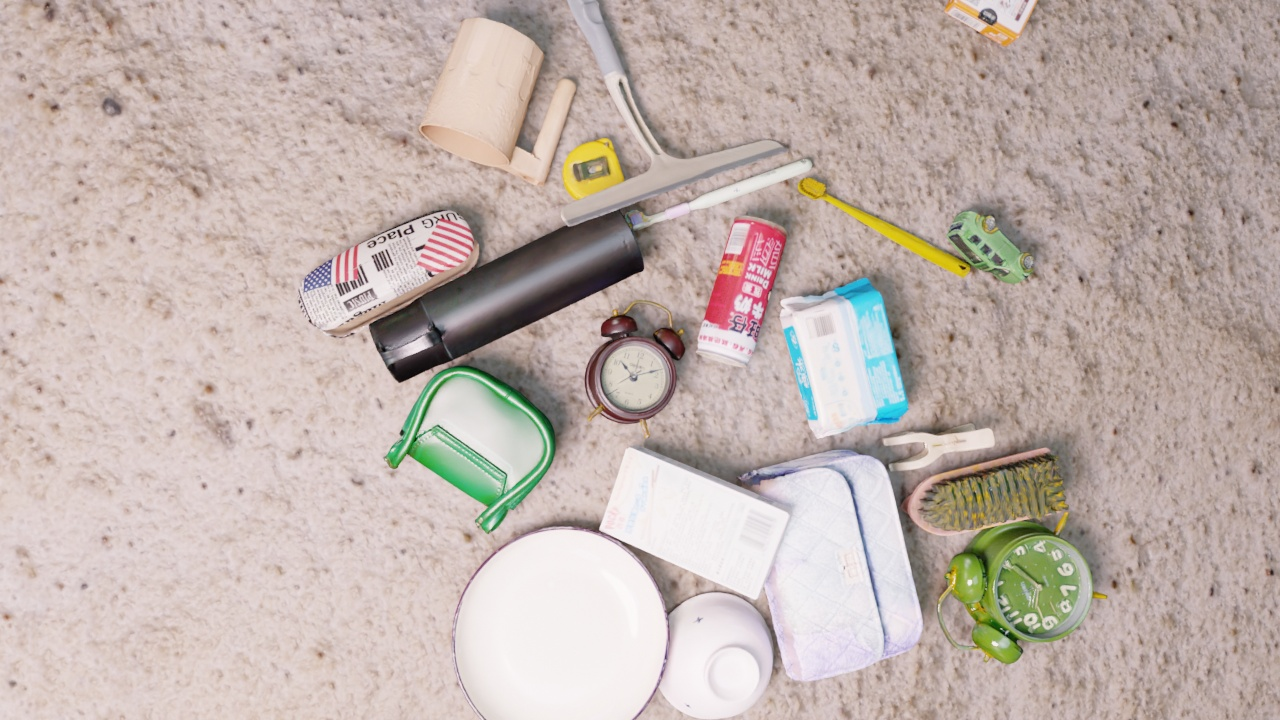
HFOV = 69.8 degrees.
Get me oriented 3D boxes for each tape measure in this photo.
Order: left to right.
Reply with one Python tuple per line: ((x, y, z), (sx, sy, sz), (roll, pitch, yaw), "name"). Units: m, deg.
((-0.044, -0.174, 0.852), (0.057, 0.029, 0.060), (-18, 91, -7), "tape measure")

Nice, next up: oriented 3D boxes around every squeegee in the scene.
((-0.019, -0.261, 0.853), (0.246, 0.039, 0.246), (-24, 85, -26), "squeegee")

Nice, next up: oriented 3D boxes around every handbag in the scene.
((-0.146, 0.074, 0.813), (0.131, 0.068, 0.120), (34, 85, -5), "handbag")
((0.176, 0.183, 0.847), (0.134, 0.075, 0.194), (-14, 89, -5), "handbag")

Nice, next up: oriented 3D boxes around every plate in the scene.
((-0.071, 0.246, 0.822), (0.192, 0.039, 0.192), (2, 77, -8), "plate")

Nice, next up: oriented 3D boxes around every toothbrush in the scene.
((0.077, -0.159, 0.873), (0.189, 0.029, 0.020), (-19, 133, -9), "toothbrush")
((0.238, -0.130, 0.893), (0.190, 0.016, 0.015), (27, 86, -6), "toothbrush")

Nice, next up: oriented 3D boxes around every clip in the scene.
((0.283, 0.082, 0.880), (0.097, 0.060, 0.034), (-11, 90, 3), "clip")

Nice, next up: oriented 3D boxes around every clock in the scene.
((-0.005, 0.005, 0.839), (0.082, 0.055, 0.122), (17, 85, -6), "clock")
((0.357, 0.221, 0.879), (0.161, 0.056, 0.116), (-26, 91, -7), "clock")

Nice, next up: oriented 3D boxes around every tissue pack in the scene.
((0.190, 0.000, 0.860), (0.090, 0.063, 0.140), (-14, 89, -6), "tissue pack")

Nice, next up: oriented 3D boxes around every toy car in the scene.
((0.340, -0.108, 0.893), (0.091, 0.043, 0.036), (39, 81, -3), "toy car")

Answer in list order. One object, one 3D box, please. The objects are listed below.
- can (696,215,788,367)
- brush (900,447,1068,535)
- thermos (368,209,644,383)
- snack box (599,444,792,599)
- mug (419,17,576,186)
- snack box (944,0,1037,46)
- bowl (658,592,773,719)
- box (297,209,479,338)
((0.094, -0.063, 0.854), (0.053, 0.053, 0.132), (17, 86, -7), "can")
((0.324, 0.129, 0.870), (0.145, 0.073, 0.063), (-13, 90, -3), "brush")
((-0.115, -0.055, 0.810), (0.242, 0.090, 0.068), (-27, 109, -7), "thermos")
((0.048, 0.143, 0.822), (0.157, 0.026, 0.085), (21, 99, 16), "snack box")
((-0.123, -0.230, 0.825), (0.124, 0.084, 0.103), (22, 84, -31), "mug")
((0.371, -0.398, 0.912), (0.075, 0.026, 0.153), (28, 85, -5), "snack box")
((0.075, 0.277, 0.834), (0.118, 0.065, 0.118), (0, 89, -12), "bowl")
((-0.223, -0.082, 0.803), (0.163, 0.077, 0.075), (-27, 86, -5), "box")
